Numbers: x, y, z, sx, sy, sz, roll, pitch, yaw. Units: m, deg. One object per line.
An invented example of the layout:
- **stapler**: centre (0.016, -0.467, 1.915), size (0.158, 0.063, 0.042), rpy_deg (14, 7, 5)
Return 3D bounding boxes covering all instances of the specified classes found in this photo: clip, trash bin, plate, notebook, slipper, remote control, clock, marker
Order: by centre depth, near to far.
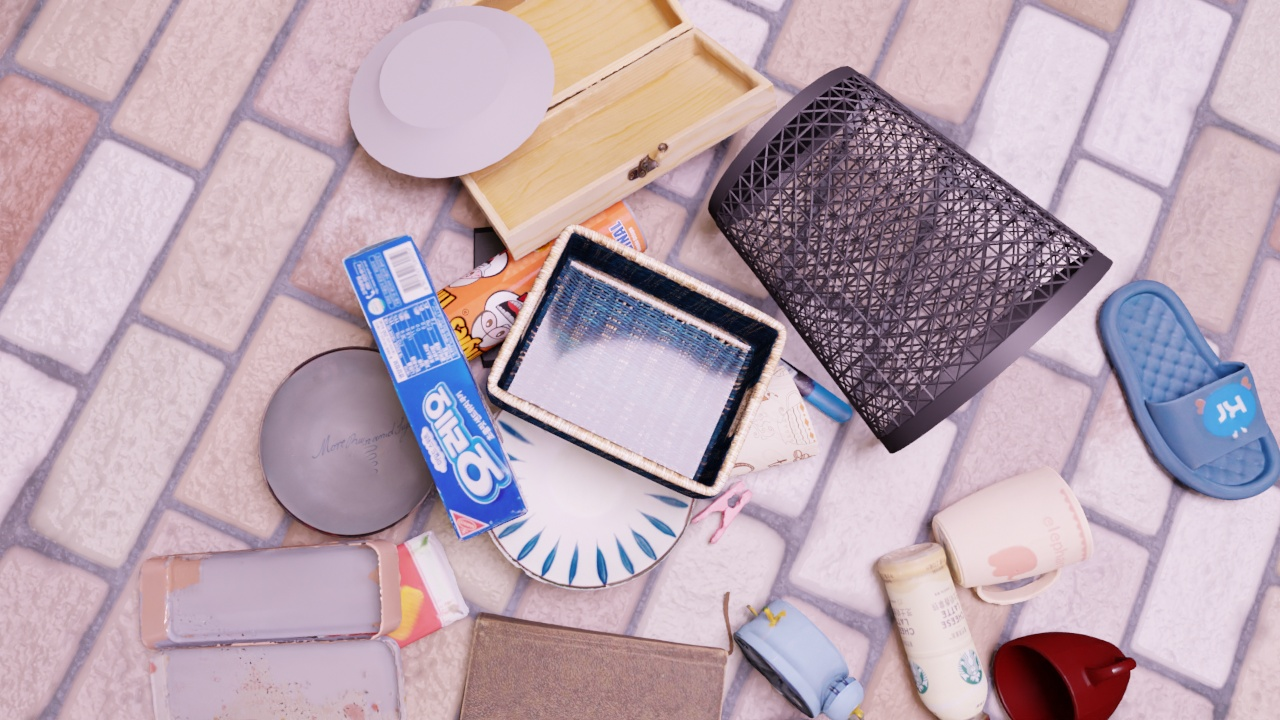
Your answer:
- **trash bin**: centre (0.196, -0.089, 0.734), size (0.216, 0.217, 0.243), rpy_deg (-41, 80, -8)
- **clock**: centre (0.131, 0.247, 0.736), size (0.051, 0.089, 0.124), rpy_deg (-41, 84, -15)
- **plate**: centre (-0.157, -0.228, 0.746), size (0.173, 0.019, 0.172), rpy_deg (-3, 68, 6)
- **notebook**: centre (-0.036, 0.274, 0.748), size (0.215, 0.034, 0.190), rpy_deg (10, 81, -3)
- **clip**: centre (0.074, 0.130, 0.782), size (0.057, 0.022, 0.035), rpy_deg (-43, 83, -10)
- **remote control**: centre (-0.127, -0.057, 0.798), size (0.039, 0.010, 0.124), rpy_deg (-6, 83, -5)
- **slipper**: centre (0.482, 0.026, 0.805), size (0.103, 0.059, 0.213), rpy_deg (-30, 84, -5)
- **marker**: centre (0.133, 0.015, 0.805), size (0.123, 0.015, 0.018), rpy_deg (36, 78, 4)

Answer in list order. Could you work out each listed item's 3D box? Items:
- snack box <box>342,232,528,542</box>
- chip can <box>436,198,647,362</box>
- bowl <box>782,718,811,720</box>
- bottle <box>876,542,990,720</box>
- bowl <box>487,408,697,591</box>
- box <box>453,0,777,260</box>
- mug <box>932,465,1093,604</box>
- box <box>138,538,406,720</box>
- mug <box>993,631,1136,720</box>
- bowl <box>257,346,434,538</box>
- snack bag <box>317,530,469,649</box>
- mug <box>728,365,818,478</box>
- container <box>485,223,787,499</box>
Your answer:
- **snack box**: centre (-0.152, 0.020, 0.688), size (0.059, 0.059, 0.226), rpy_deg (-24, 87, -9)
- **chip can**: centre (-0.098, -0.063, 0.762), size (0.210, 0.062, 0.062), rpy_deg (-33, 86, -7)
- **bowl**: centre (0.123, 0.353, 0.731), size (0.132, 0.064, 0.131), rpy_deg (1, 83, -5)
- **bottle**: centre (0.247, 0.236, 0.760), size (0.056, 0.056, 0.162), rpy_deg (-16, 84, -6)
- **bowl**: centre (-0.043, 0.095, 0.753), size (0.177, 0.071, 0.177), rpy_deg (0, 82, -3)
- **box**: centre (-0.058, -0.232, 0.784), size (0.247, 0.097, 0.261), rpy_deg (-32, 62, -6)
- **mug**: centre (0.309, 0.156, 0.770), size (0.104, 0.085, 0.111), rpy_deg (-19, 113, 3)
- **box**: centre (-0.286, 0.218, 0.709), size (0.216, 0.043, 0.148), rpy_deg (-7, 79, 13)
- **mug**: centre (0.360, 0.256, 0.744), size (0.088, 0.114, 0.087), rpy_deg (-10, 66, -23)
- **bowl**: centre (-0.229, 0.067, 0.751), size (0.150, 0.057, 0.150), rpy_deg (1, 82, -4)
- **snack bag**: centre (-0.207, 0.198, 0.746), size (0.116, 0.036, 0.077), rpy_deg (-26, 85, -7)
- **mug**: centre (0.081, 0.042, 0.775), size (0.097, 0.081, 0.122), rpy_deg (-22, 65, 1)
- **container**: centre (-0.004, 0.004, 0.694), size (0.187, 0.071, 0.145), rpy_deg (26, 78, -3)
